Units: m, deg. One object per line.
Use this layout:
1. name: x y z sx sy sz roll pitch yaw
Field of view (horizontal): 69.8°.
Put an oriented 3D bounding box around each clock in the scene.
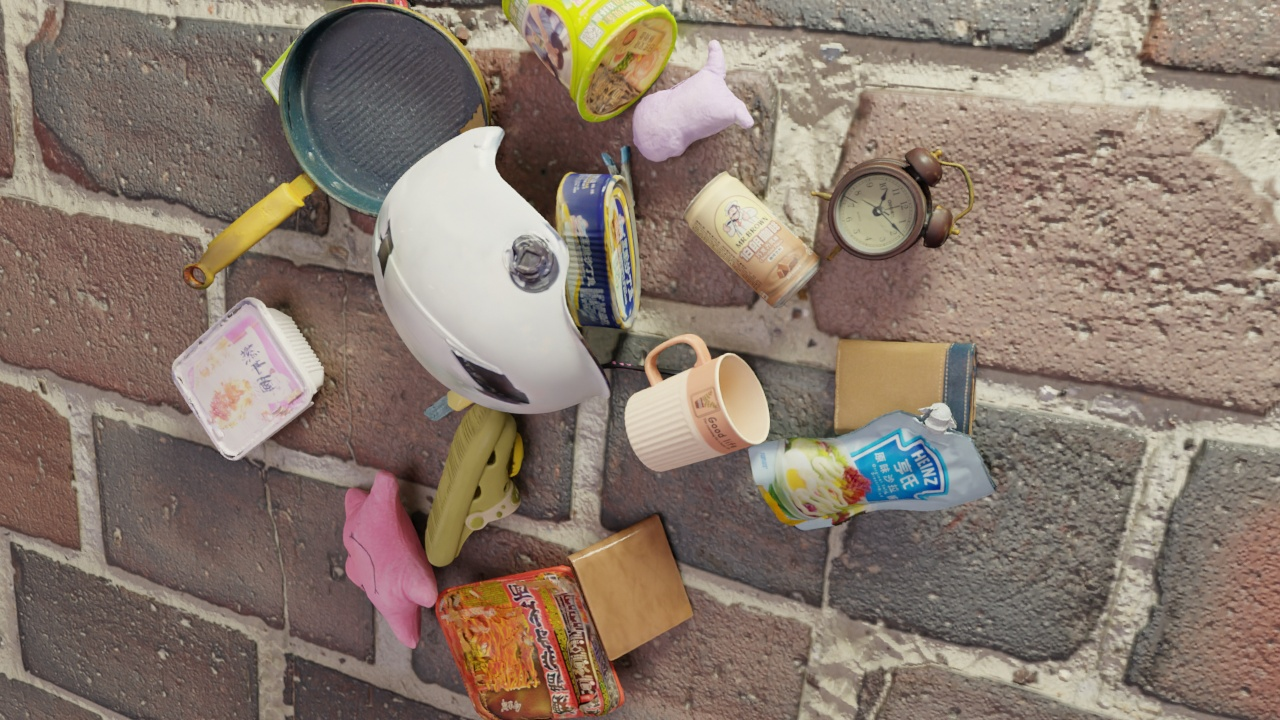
1. clock: 0.204 -0.124 0.738 0.122 0.055 0.082 -12 99 23

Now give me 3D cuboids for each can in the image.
1. can: 0.096 -0.103 0.787 0.116 0.058 0.059 45 116 6
2. can: -0.036 -0.096 0.826 0.049 0.074 0.148 6 124 18

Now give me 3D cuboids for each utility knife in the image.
1. utility knife: -0.160 0.017 0.946 0.188 0.020 0.031 -31 72 21

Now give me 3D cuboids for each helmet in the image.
1. helmet: -0.143 -0.056 0.790 0.145 0.229 0.258 -25 88 -11

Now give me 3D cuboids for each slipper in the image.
1. slipper: -0.166 0.130 0.956 0.081 0.091 0.191 17 105 -24

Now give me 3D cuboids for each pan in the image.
1. pan: -0.302 -0.183 0.875 0.358 0.078 0.198 -34 108 18

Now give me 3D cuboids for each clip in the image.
1. clip: -0.017 -0.165 0.837 0.045 0.027 0.058 -12 103 17

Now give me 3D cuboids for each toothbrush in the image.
1. toothbrush: -0.005 0.005 0.884 0.189 0.014 0.017 5 86 20

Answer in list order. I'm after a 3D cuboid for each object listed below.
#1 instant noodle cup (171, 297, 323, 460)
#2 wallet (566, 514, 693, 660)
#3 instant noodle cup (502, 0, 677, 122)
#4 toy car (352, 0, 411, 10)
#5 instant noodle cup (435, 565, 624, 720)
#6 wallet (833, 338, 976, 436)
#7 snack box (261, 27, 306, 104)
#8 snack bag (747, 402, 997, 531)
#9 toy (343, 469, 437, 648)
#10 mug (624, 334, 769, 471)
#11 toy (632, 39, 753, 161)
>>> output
1. instant noodle cup: -0.435 0.018 1.039 0.174 0.060 0.138 -32 90 25
2. wallet: -0.009 0.224 0.907 0.020 0.101 0.115 5 115 68
3. instant noodle cup: -0.050 -0.286 0.777 0.123 0.111 0.112 46 116 13
4. toy car: -0.246 -0.319 0.879 0.053 0.045 0.120 -3 105 24
5. instant noodle cup: -0.111 0.294 0.969 0.189 0.079 0.164 -15 97 24
6. wallet: 0.225 0.027 0.784 0.115 0.033 0.090 3 103 23
7. snack box: -0.312 -0.249 0.934 0.086 0.026 0.156 -35 89 26
8. snack bag: 0.196 0.096 0.793 0.191 0.038 0.110 -16 111 32
9. toy: -0.283 0.226 1.020 0.179 0.074 0.194 -32 78 48
10. mug: 0.044 0.036 0.829 0.106 0.081 0.114 -23 93 33
11. toy: 0.037 -0.216 0.792 0.108 0.038 0.084 -24 80 31
